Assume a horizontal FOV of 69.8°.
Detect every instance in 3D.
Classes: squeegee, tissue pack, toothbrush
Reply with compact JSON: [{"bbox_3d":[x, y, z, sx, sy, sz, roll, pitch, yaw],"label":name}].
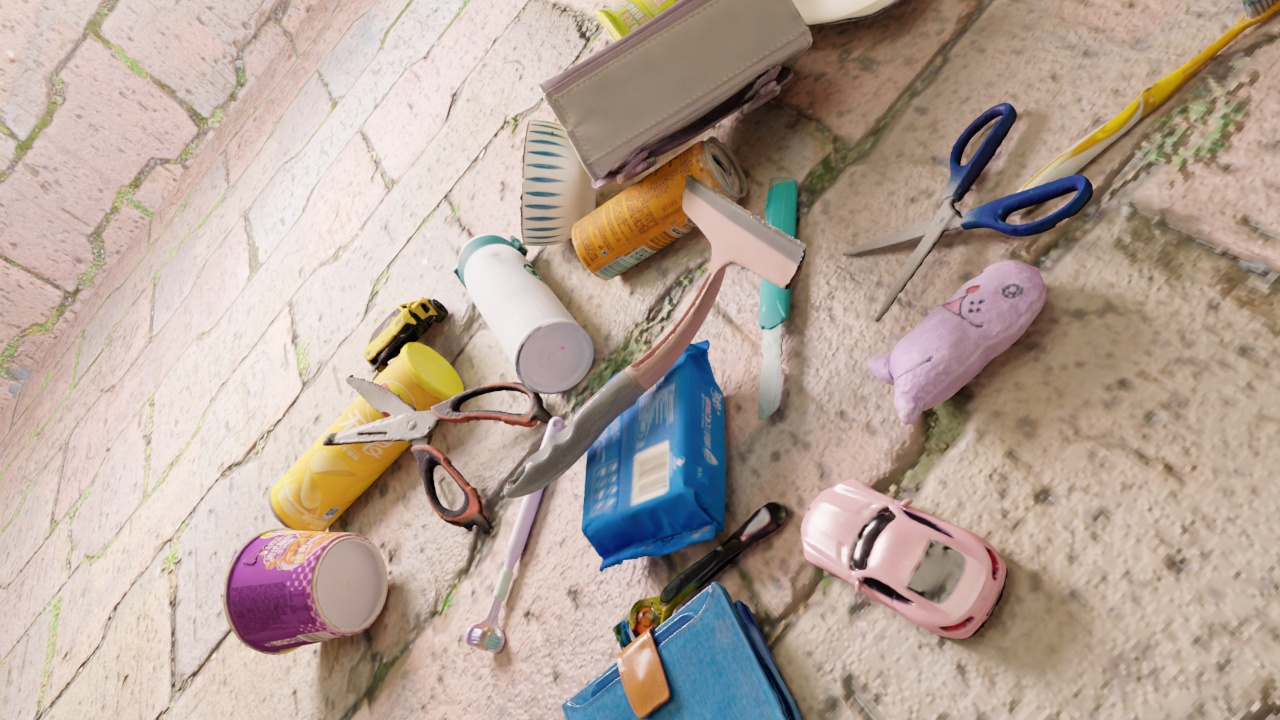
[{"bbox_3d":[-0.004,0.004,0.607,0.250,0.040,0.247,-50,22,9],"label":"squeegee"},{"bbox_3d":[0.012,0.062,0.621,0.095,0.052,0.156,-24,46,30],"label":"tissue pack"},{"bbox_3d":[-0.091,0.127,0.705,0.021,0.029,0.188,116,172,-64],"label":"toothbrush"},{"bbox_3d":[0.285,-0.148,0.522,0.192,0.018,0.016,-41,37,16],"label":"toothbrush"}]

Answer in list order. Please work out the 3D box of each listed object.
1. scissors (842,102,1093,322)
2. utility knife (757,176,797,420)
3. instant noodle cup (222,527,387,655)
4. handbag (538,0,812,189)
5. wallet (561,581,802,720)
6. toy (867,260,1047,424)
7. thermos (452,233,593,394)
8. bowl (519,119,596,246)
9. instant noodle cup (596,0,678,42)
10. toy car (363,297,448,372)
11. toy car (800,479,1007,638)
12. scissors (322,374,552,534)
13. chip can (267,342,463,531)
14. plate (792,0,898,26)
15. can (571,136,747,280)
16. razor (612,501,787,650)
[{"bbox_3d":[0.196,-0.095,0.567,0.173,0.012,0.162,-13,46,51],"label":"scissors"},{"bbox_3d":[0.096,-0.053,0.652,0.029,0.013,0.222,-18,47,35],"label":"utility knife"},{"bbox_3d":[-0.280,0.194,0.788,0.099,0.111,0.111,-13,52,29],"label":"instant noodle cup"},{"bbox_3d":[0.027,-0.223,0.741,0.197,0.098,0.145,-30,9,5],"label":"handbag"},{"bbox_3d":[0.020,0.203,0.516,0.133,0.040,0.106,-42,43,14],"label":"wallet"},{"bbox_3d":[0.179,-0.015,0.515,0.108,0.039,0.083,-45,17,13],"label":"toy"},{"bbox_3d":[-0.111,-0.054,0.830,0.073,0.073,0.224,-49,37,6],"label":"thermos"},{"bbox_3d":[-0.074,-0.164,0.858,0.066,0.117,0.116,3,53,-3],"label":"bowl"},{"bbox_3d":[0.041,-0.316,0.847,0.123,0.111,0.111,-38,39,8],"label":"instant noodle cup"},{"bbox_3d":[-0.240,-0.030,0.928,0.071,0.041,0.155,-44,9,8],"label":"toy car"},{"bbox_3d":[0.131,0.100,0.479,0.122,0.037,0.056,22,77,53],"label":"toy car"},{"bbox_3d":[-0.178,0.063,0.793,0.189,0.015,0.227,-39,61,2],"label":"scissors"},{"bbox_3d":[-0.267,0.078,0.885,0.214,0.072,0.072,-43,38,13],"label":"chip can"},{"bbox_3d":[0.191,-0.333,0.753,0.164,0.034,0.164,24,80,52],"label":"plate"},{"bbox_3d":[0.013,-0.123,0.757,0.146,0.058,0.058,-28,44,29],"label":"can"},{"bbox_3d":[0.035,0.135,0.564,0.143,0.022,0.042,-44,40,11],"label":"razor"}]
